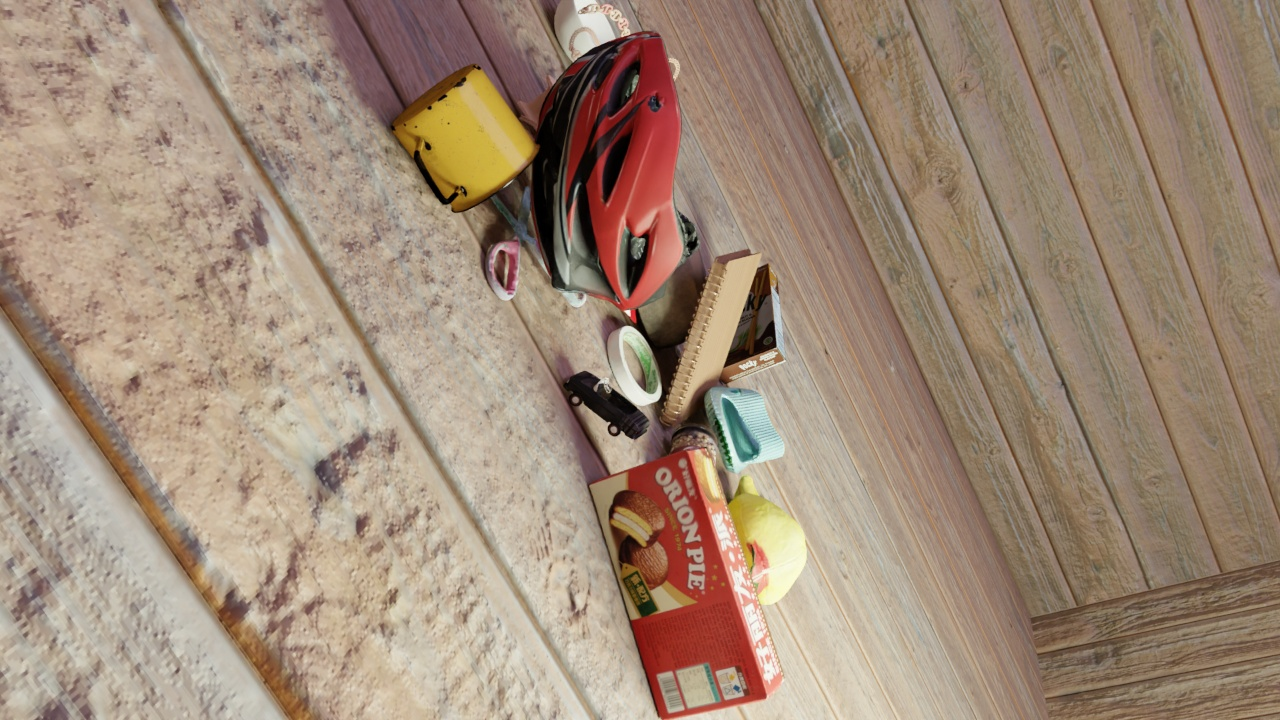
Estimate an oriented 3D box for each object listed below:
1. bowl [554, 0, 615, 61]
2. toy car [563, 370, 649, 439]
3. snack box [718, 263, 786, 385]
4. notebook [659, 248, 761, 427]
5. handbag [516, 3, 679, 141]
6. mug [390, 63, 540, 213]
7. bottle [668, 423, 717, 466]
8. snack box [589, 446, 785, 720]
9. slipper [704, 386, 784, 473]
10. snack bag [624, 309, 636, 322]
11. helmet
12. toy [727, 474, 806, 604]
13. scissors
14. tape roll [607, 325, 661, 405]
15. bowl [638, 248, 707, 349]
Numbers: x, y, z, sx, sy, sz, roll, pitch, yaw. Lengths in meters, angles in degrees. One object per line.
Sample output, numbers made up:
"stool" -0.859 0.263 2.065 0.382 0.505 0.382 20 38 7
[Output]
"bowl" -0.081 -0.450 1.265 0.114 0.051 0.114 47 31 -40
"toy car" -0.032 0.043 0.923 0.092 0.037 0.040 37 22 12
"snack box" 0.158 -0.057 1.371 0.031 0.101 0.185 49 30 -36
"notebook" 0.088 -0.030 1.128 0.168 0.022 0.211 -25 135 -66
"handbag" -0.031 -0.279 1.045 0.116 0.187 0.198 59 14 25
"mug" -0.162 -0.193 0.813 0.094 0.101 0.123 53 41 -26
"bottle" 0.057 0.126 1.051 0.056 0.056 0.105 55 27 -26
"snack box" 0.043 0.210 0.875 0.060 0.113 0.236 1 69 -64
"slipper" 0.142 0.081 1.213 0.116 0.069 0.276 68 13 6
"snack bag" -0.052 -0.128 1.056 0.144 0.039 0.130 30 45 -45
"helmet" -0.023 -0.186 0.900 0.217 0.167 0.272 177 -84 -84
"toy" 0.144 0.214 1.114 0.207 0.092 0.134 -120 -164 -76
"scissors" -0.111 -0.111 0.937 0.175 0.013 0.170 37 37 -35
"tape roll" -0.006 0.006 1.068 0.094 0.018 0.093 46 31 -39
"bowl" 0.040 -0.099 1.150 0.162 0.070 0.162 -12 89 -77
